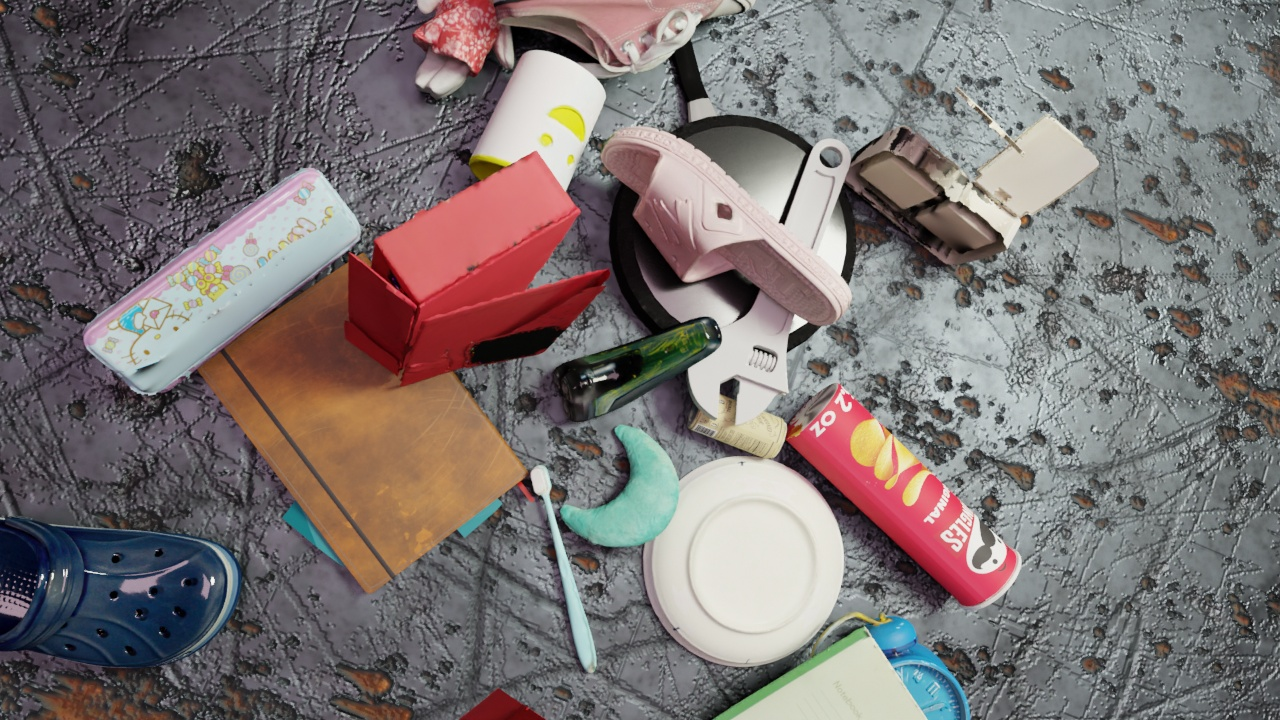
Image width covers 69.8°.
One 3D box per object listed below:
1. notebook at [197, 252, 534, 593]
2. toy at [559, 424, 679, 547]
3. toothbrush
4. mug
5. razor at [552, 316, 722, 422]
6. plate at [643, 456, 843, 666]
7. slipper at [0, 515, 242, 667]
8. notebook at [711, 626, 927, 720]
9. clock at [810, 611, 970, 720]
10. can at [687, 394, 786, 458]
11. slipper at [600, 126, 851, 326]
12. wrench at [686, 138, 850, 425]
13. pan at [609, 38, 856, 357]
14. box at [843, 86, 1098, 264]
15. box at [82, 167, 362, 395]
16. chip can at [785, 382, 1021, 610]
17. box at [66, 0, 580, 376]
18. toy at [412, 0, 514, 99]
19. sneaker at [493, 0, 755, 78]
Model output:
[{"bbox_3d":[-0.228,0.062,0.759,0.178,0.014,0.249,-37,91,-11],"label":"notebook"},{"bbox_3d":[-0.010,0.113,0.782,0.085,0.033,0.105,30,76,14],"label":"toy"},{"bbox_3d":[-0.064,0.176,0.772,0.016,0.016,0.180,-15,91,5],"label":"toothbrush"},{"bbox_3d":[-0.086,-0.193,0.773,0.082,0.083,0.106,24,80,-7],"label":"mug"},{"bbox_3d":[-0.005,0.004,0.758,0.152,0.067,0.054,-24,82,23],"label":"razor"},{"bbox_3d":[0.094,0.174,0.792,0.182,0.034,0.182,1,84,-9],"label":"plate"},{"bbox_3d":[-0.434,0.172,0.677,0.253,0.095,0.105,9,81,-5],"label":"slipper"},{"bbox_3d":[0.127,0.357,0.755,0.253,0.010,0.182,-34,90,7],"label":"notebook"},{"bbox_3d":[0.210,0.288,0.786,0.116,0.060,0.161,-44,92,-7],"label":"clock"},{"bbox_3d":[0.084,0.056,0.800,0.079,0.038,0.038,22,81,-7],"label":"can"},{"bbox_3d":[0.058,-0.097,0.737,0.239,0.094,0.064,37,73,2],"label":"slipper"},{"bbox_3d":[0.115,-0.074,0.791,0.087,0.018,0.273,20,79,1],"label":"wrench"},{"bbox_3d":[0.069,-0.173,0.822,0.225,0.034,0.356,-14,88,-10],"label":"pan"},{"bbox_3d":[0.278,-0.161,0.774,0.143,0.191,0.069,35,79,-12],"label":"box"},{"bbox_3d":[-0.321,-0.062,0.722,0.214,0.096,0.077,-41,104,-11],"label":"box"},{"bbox_3d":[0.227,0.118,0.802,0.220,0.069,0.069,43,79,-3],"label":"chip can"},{"bbox_3d":[-0.217,-0.134,0.669,0.325,0.214,0.152,40,69,-5],"label":"box"},{"bbox_3d":[-0.131,-0.311,0.778,0.159,0.084,0.194,25,87,-15],"label":"toy"},{"bbox_3d":[-0.005,-0.284,0.763,0.240,0.118,0.088,-12,104,-24],"label":"sneaker"}]
